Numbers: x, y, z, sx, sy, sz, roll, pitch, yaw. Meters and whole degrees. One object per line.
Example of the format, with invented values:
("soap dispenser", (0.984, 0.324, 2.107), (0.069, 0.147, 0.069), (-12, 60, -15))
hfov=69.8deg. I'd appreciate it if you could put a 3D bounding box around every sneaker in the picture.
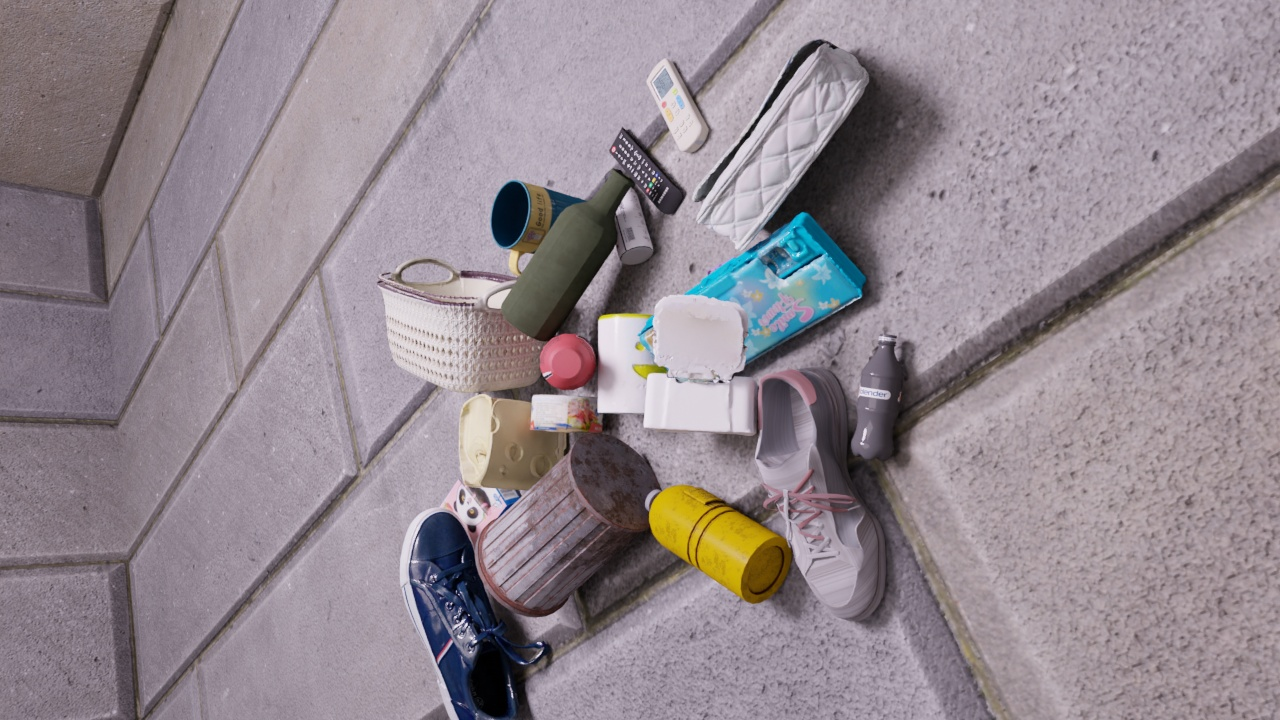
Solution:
("sneaker", (0.147, 0.115, 0.820), (0.100, 0.089, 0.236), (-28, 66, 42))
("sneaker", (-0.210, 0.323, 1.155), (0.128, 0.120, 0.294), (-26, 79, 52))

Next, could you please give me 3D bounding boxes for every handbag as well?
("handbag", (-0.155, 0.104, 1.131), (0.081, 0.119, 0.111), (-17, 69, 44))
("handbag", (0.127, -0.204, 0.857), (0.072, 0.138, 0.195), (36, 117, -3))

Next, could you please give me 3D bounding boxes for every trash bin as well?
("trash bin", (-0.087, 0.192, 1.038), (0.212, 0.130, 0.130), (-45, 55, 32))

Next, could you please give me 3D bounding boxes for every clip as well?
("clip", (0.090, -0.096, 0.955), (0.052, 0.033, 0.013), (-16, 74, 46))

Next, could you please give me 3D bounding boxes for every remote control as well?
("remote control", (0.040, -0.288, 1.036), (0.038, 0.018, 0.125), (-44, 55, 35))
("remote control", (0.004, -0.223, 1.069), (0.033, 0.015, 0.146), (-57, 49, 26))

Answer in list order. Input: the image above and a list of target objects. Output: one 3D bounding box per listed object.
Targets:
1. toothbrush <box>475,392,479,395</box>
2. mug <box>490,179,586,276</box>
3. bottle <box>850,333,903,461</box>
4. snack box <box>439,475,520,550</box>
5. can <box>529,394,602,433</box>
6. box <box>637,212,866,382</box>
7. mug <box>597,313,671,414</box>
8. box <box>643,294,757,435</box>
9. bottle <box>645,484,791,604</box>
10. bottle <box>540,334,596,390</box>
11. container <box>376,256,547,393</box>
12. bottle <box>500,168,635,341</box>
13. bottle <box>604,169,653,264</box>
("toothbrush", (-0.229, 0.092, 1.285), (0.012, 0.017, 0.186), (-29, 65, 51))
("mug", (-0.123, -0.156, 1.133), (0.083, 0.107, 0.113), (19, 99, 45))
("bottle", (0.209, 0.032, 0.801), (0.036, 0.036, 0.110), (10, 93, 48))
("snack box", (-0.226, 0.207, 1.246), (0.088, 0.033, 0.154), (52, 123, 25))
("can", (-0.086, 0.064, 1.083), (0.086, 0.086, 0.043), (-2, 84, 47))
("box", (0.101, -0.048, 0.892), (0.227, 0.094, 0.039), (-33, 19, 40))
("mug", (-0.006, 0.006, 1.006), (0.083, 0.082, 0.106), (-3, 85, 47))
("box", (0.056, 0.022, 0.864), (0.111, 0.189, 0.101), (1, 63, 8))
("bottle", (0.067, 0.172, 0.916), (0.164, 0.071, 0.071), (25, 104, 46))
("bottle", (-0.080, 0.001, 1.031), (0.176, 0.062, 0.062), (-146, 63, -87))
("container", (-0.224, -0.049, 1.187), (0.252, 0.184, 0.143), (18, 110, 48))
("bottle", (-0.076, -0.122, 1.036), (0.207, 0.071, 0.071), (-55, 49, 14))
("bottle", (-0.018, -0.170, 1.069), (0.041, 0.041, 0.116), (-35, 61, 40))
